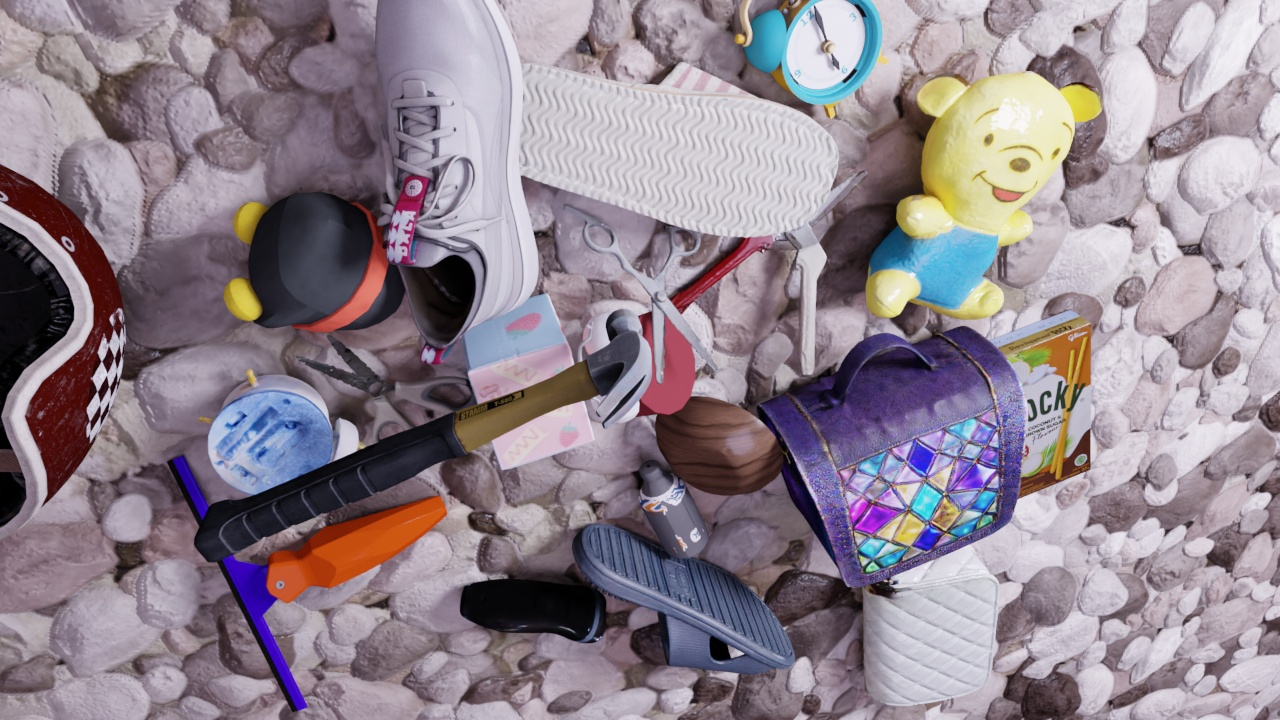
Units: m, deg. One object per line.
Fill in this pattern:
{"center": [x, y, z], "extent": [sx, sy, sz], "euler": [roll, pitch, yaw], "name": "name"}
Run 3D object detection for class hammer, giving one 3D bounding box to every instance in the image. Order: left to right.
{"center": [-0.146, 0.059, 0.622], "extent": [0.333, 0.117, 0.025], "euler": [-23, 118, 3], "name": "hammer"}

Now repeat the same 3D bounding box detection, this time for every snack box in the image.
{"center": [-0.090, 0.015, 0.724], "extent": [0.079, 0.093, 0.095], "euler": [-18, 121, -6], "name": "snack box"}
{"center": [0.400, 0.050, 0.927], "extent": [0.101, 0.031, 0.186], "euler": [-21, 122, -5], "name": "snack box"}

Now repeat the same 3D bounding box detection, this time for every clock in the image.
{"center": [-0.275, 0.066, 0.716], "extent": [0.089, 0.052, 0.125], "euler": [-43, 118, 2], "name": "clock"}
{"center": [-0.005, 0.004, 0.732], "extent": [0.124, 0.044, 0.087], "euler": [-5, 86, -48], "name": "clock"}
{"center": [0.129, -0.244, 0.680], "extent": [0.099, 0.043, 0.129], "euler": [-45, 128, 10], "name": "clock"}

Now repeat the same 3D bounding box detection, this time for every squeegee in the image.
{"center": [-0.253, 0.162, 0.777], "extent": [0.184, 0.055, 0.250], "euler": [-23, 108, -17], "name": "squeegee"}

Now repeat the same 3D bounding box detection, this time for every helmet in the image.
{"center": [-0.429, -0.004, 0.516], "extent": [0.233, 0.253, 0.234], "euler": [4, 141, -13], "name": "helmet"}

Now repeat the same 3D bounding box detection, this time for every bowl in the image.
{"center": [0.062, 0.084, 0.803], "extent": [0.119, 0.032, 0.119], "euler": [17, 140, 15], "name": "bowl"}

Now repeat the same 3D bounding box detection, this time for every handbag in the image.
{"center": [0.226, 0.074, 0.833], "extent": [0.205, 0.125, 0.222], "euler": [-21, 123, -5], "name": "handbag"}
{"center": [0.311, 0.289, 1.011], "extent": [0.139, 0.072, 0.195], "euler": [-9, 121, -2], "name": "handbag"}

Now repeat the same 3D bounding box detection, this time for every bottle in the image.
{"center": [0.028, 0.138, 0.855], "extent": [0.047, 0.047, 0.112], "euler": [-27, 123, -1], "name": "bottle"}

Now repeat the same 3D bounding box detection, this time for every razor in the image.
{"center": [-0.102, 0.237, 0.873], "extent": [0.140, 0.052, 0.064], "euler": [11, 147, -15], "name": "razor"}

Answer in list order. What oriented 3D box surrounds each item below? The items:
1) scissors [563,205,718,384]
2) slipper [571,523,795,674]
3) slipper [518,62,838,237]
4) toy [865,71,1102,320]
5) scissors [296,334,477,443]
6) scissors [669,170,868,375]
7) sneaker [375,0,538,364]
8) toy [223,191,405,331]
{"center": [0.001, -0.059, 0.713], "extent": [0.165, 0.141, 0.014], "euler": [27, 151, -10], "name": "scissors"}
{"center": [0.032, 0.243, 0.892], "extent": [0.263, 0.101, 0.083], "euler": [31, 113, -22], "name": "slipper"}
{"center": [0.016, -0.164, 0.685], "extent": [0.263, 0.052, 0.115], "euler": [9, 111, -10], "name": "slipper"}
{"center": [0.268, -0.136, 0.756], "extent": [0.148, 0.084, 0.214], "euler": [4, 116, -27], "name": "toy"}
{"center": [-0.190, 0.023, 0.718], "extent": [0.153, 0.012, 0.164], "euler": [-15, 139, -24], "name": "scissors"}
{"center": [0.120, -0.074, 0.768], "extent": [0.200, 0.015, 0.179], "euler": [-31, 104, 7], "name": "scissors"}
{"center": [-0.135, -0.126, 0.602], "extent": [0.097, 0.128, 0.263], "euler": [4, 123, 13], "name": "sneaker"}
{"center": [-0.214, -0.063, 0.647], "extent": [0.100, 0.097, 0.119], "euler": [-17, 153, 27], "name": "toy"}
